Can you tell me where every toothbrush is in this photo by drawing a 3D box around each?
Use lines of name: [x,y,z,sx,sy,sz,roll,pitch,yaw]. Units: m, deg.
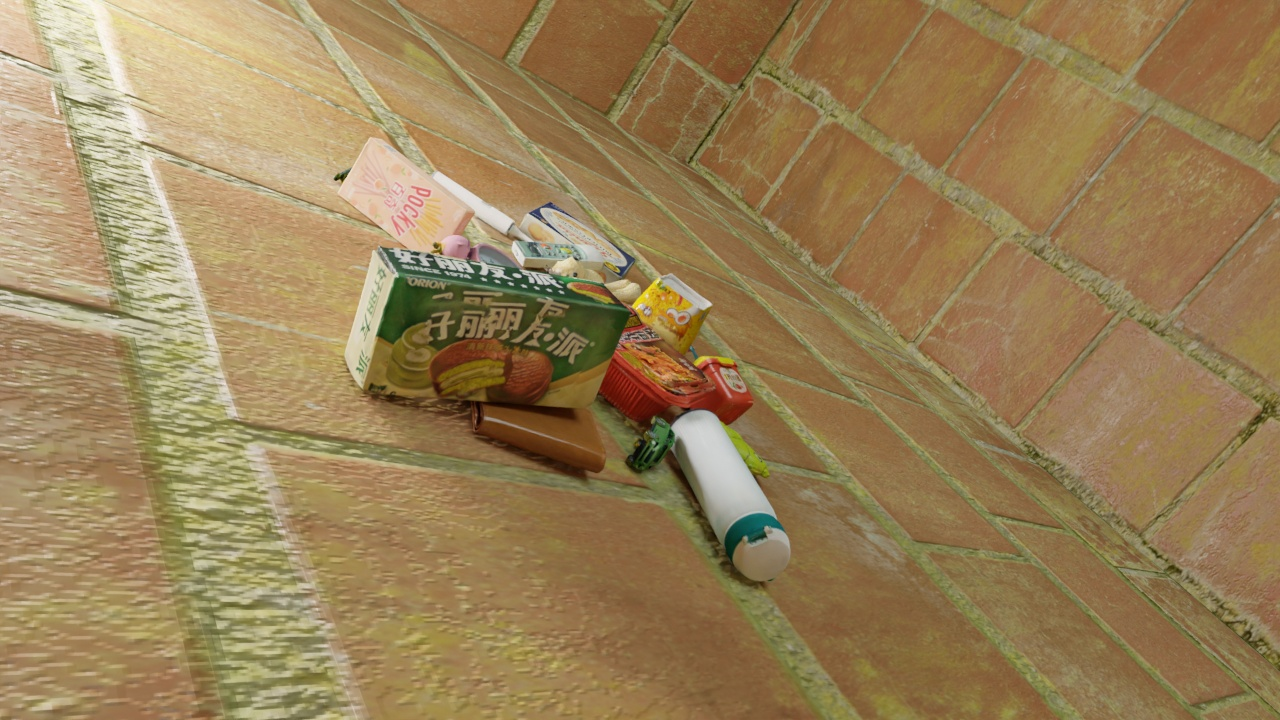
toothbrush: [-0.223,-0.218,1.403,0.221,0.026,0.026,33,29,-8]

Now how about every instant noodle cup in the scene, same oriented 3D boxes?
instant noodle cup: [0.028,-0.046,1.253,0.116,0.124,0.115,38,18,7]
instant noodle cup: [-0.007,0.007,1.126,0.189,0.079,0.164,39,18,14]

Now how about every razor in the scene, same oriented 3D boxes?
razor: [-0.327,-0.203,1.166,0.132,0.028,0.043,35,40,9]

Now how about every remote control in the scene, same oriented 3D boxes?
remote control: [-0.121,-0.157,1.371,0.135,0.019,0.056,0,34,-28]

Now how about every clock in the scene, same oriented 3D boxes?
clock: [-0.178,-0.083,1.033,0.158,0.060,0.117,20,33,-54]

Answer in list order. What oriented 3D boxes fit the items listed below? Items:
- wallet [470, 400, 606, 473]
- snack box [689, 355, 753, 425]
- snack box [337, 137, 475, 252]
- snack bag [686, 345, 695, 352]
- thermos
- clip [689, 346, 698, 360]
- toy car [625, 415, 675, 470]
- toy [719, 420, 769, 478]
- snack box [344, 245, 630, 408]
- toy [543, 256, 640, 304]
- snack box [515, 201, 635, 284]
wallet: [-0.102,0.056,0.893,0.131,0.031,0.107,22,21,-26]
snack box: [0.100,0.044,1.240,0.091,0.082,0.080,5,48,-56]
snack box: [-0.287,-0.194,1.123,0.157,0.084,0.026,37,14,8]
snack bag: [0.035,-0.038,1.412,0.104,0.026,0.048,28,7,-24]
thermos: [0.093,0.142,0.982,0.073,0.073,0.224,25,20,-30]
clip: [0.083,0.007,1.390,0.055,0.034,0.013,50,17,-6]
toy car: [0.013,0.092,0.998,0.036,0.043,0.091,37,18,3]
toy: [0.119,0.112,1.163,0.096,0.031,0.100,30,13,-16]
snack box: [-0.135,-0.025,0.837,0.239,0.115,0.063,7,27,-36]
toy: [-0.067,-0.111,1.345,0.157,0.066,0.105,9,25,-42]
snack box: [-0.102,-0.186,1.513,0.178,0.046,0.182,34,17,-4]
